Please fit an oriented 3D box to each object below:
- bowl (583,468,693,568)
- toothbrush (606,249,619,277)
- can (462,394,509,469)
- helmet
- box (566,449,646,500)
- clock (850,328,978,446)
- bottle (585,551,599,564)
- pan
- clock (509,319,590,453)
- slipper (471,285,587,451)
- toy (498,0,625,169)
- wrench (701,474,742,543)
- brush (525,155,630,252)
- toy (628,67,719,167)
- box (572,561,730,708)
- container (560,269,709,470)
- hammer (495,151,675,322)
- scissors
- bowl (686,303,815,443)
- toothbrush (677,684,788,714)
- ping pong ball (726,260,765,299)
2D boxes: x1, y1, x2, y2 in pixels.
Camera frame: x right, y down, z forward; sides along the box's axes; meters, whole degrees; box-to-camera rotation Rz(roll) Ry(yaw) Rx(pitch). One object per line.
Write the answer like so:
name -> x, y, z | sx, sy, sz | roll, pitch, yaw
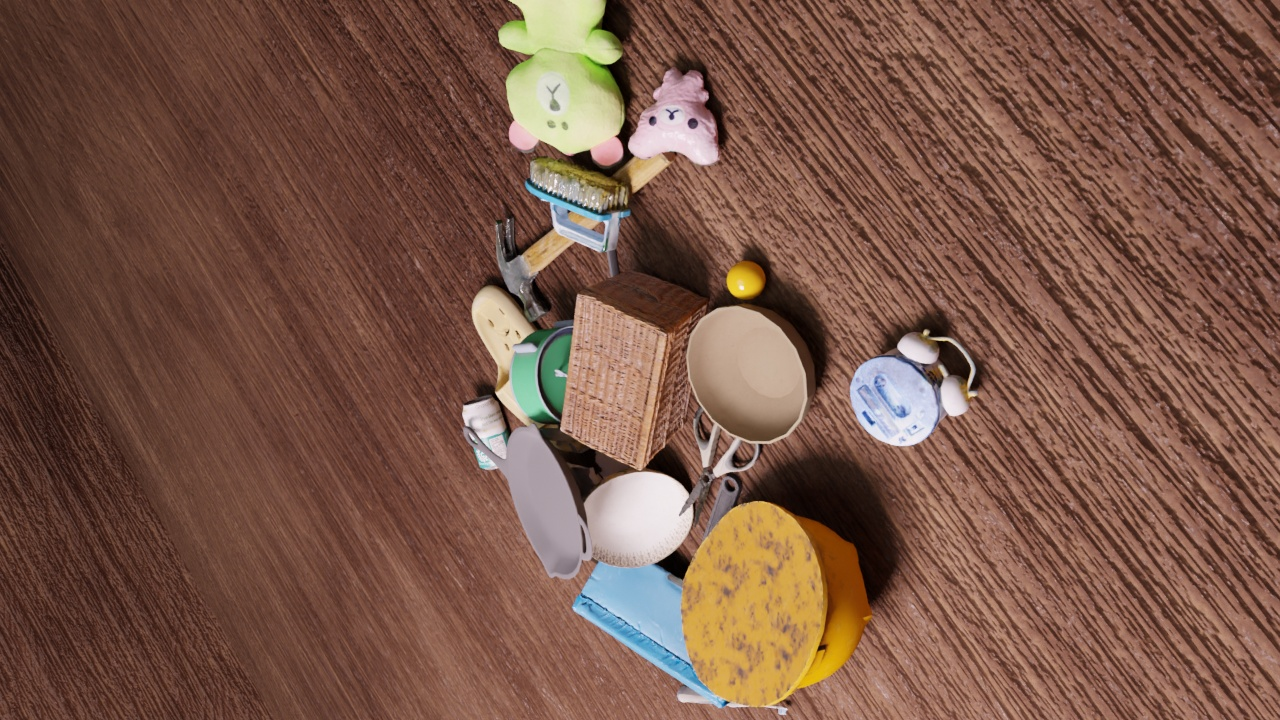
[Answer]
bowl -> -0.011, 0.185, 1.151 | 0.063, 0.145, 0.145 | -116, 24, -63
toothbrush -> -0.023, -0.060, 1.109 | 0.013, 0.012, 0.167 | 11, 116, 49
can -> -0.223, 0.105, 1.342 | 0.055, 0.054, 0.101 | -7, 103, 45
helmet -> 0.164, 0.262, 0.991 | 0.256, 0.131, 0.205 | -46, 45, 50
box -> -0.073, 0.157, 1.217 | 0.084, 0.136, 0.147 | 64, 161, -7
clock -> 0.256, 0.025, 0.855 | 0.089, 0.051, 0.126 | 56, 136, 9
bottle -> -0.040, 0.263, 1.248 | 0.185, 0.045, 0.045 | 27, 125, 30
pan -> -0.146, 0.153, 1.175 | 0.355, 0.024, 0.217 | 29, 129, 50
clock -> -0.089, 0.037, 1.139 | 0.075, 0.121, 0.162 | -3, 112, 45
slipper -> -0.164, 0.020, 1.235 | 0.261, 0.079, 0.112 | 57, 139, 8
toy -> -0.082, -0.319, 0.991 | 0.150, 0.107, 0.197 | 10, 127, 15
wrench -> 0.081, 0.249, 1.149 | 0.073, 0.018, 0.274 | 34, 128, 29
brush -> -0.078, -0.179, 1.034 | 0.136, 0.055, 0.075 | 27, 120, 31
toy -> 0.039, -0.249, 0.936 | 0.099, 0.052, 0.096 | 12, 102, 20
box -> 0.041, 0.331, 1.179 | 0.232, 0.094, 0.112 | 28, 86, 22
container -> -0.006, 0.006, 1.039 | 0.114, 0.112, 0.199 | 24, 124, 22
hammer -> -0.074, -0.168, 1.096 | 0.332, 0.033, 0.132 | -31, 85, 46
scissors -> 0.079, 0.122, 1.085 | 0.165, 0.012, 0.150 | -29, 83, 42
bowl -> 0.124, 0.009, 0.973 | 0.152, 0.050, 0.152 | 20, 121, 36
toothbrush -> 0.119, 0.443, 1.197 | 0.186, 0.022, 0.024 | -13, 63, 46
ping pong ball -> 0.110, -0.083, 0.952 | 0.040, 0.040, 0.040 | 20, 121, 36
